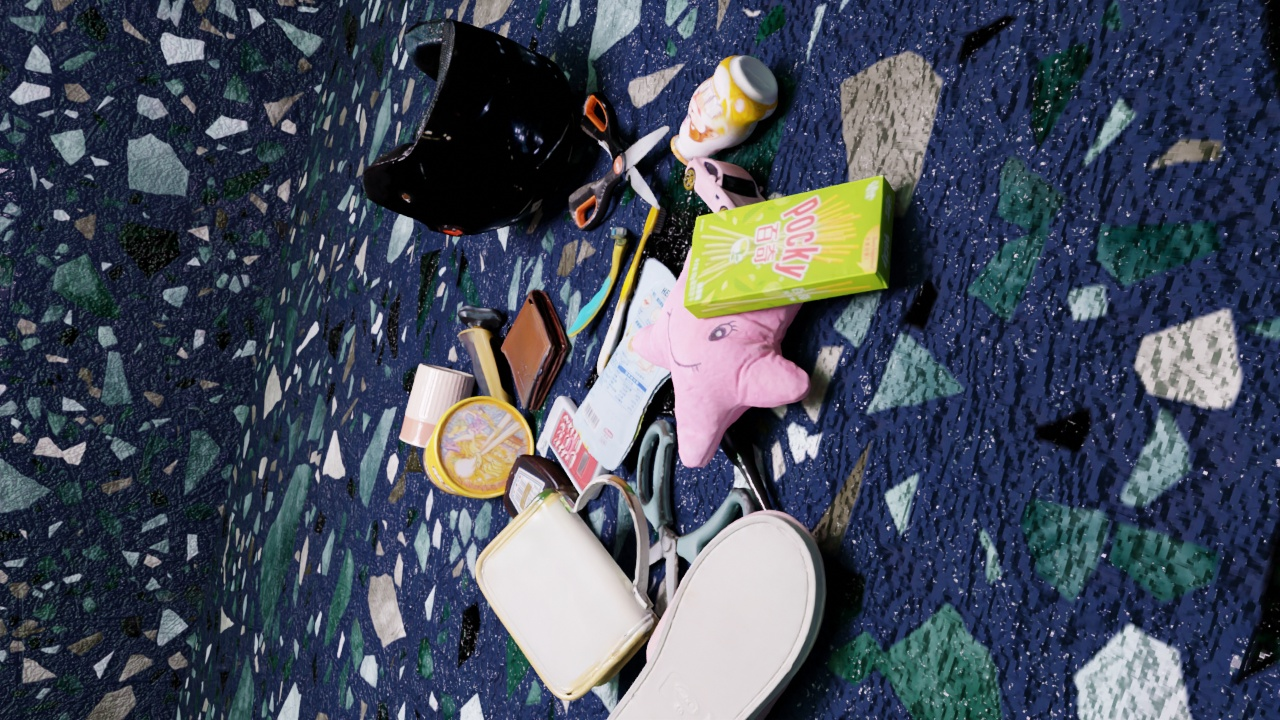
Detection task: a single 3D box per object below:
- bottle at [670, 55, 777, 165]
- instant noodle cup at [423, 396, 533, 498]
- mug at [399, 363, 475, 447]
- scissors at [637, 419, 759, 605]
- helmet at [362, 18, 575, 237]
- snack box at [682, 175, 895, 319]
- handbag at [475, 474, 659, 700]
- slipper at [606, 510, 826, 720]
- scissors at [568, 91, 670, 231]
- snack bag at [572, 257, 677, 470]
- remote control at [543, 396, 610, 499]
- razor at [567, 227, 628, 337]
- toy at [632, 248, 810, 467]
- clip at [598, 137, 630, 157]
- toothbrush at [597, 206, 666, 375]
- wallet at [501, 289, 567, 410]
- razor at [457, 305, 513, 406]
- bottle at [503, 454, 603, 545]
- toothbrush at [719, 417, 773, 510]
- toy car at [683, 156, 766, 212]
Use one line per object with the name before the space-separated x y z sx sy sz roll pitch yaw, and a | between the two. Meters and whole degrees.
bottle | 0.072 -0.218 0.817 0.109 0.063 0.063 -40 48 46
instant noodle cup | -0.203 0.111 1.101 0.115 0.118 0.118 -26 59 60
mug | -0.278 0.064 1.273 0.114 0.081 0.106 -148 72 -88
scissors | 0.043 0.121 0.796 0.170 0.019 0.171 -30 54 48
helmet | -0.196 -0.266 1.107 0.275 0.230 0.233 115 167 -69
snack box | 0.108 -0.082 0.684 0.157 0.026 0.085 -7 60 34
handbag | -0.047 0.193 0.836 0.179 0.063 0.163 -48 68 19
slipper | 0.053 0.231 0.688 0.114 0.054 0.275 38 108 31
scissors | -0.031 -0.214 0.986 0.222 0.021 0.227 -49 47 51
snack bag | -0.005 0.005 0.891 0.191 0.038 0.110 -61 30 22
remote control | -0.069 0.091 0.980 0.136 0.020 0.056 49 122 52
razor | -0.045 -0.080 0.988 0.043 0.028 0.133 -97 32 -69
toy | 0.070 -0.027 0.747 0.179 0.074 0.194 -42 47 25
clip | -0.030 -0.242 1.028 0.026 0.036 0.058 -67 32 29
toothbrush | -0.010 -0.070 0.946 0.016 0.018 0.191 45 120 56
wallet | -0.130 -0.014 1.101 0.101 0.032 0.124 -62 35 29
razor | -0.194 -0.003 1.186 0.068 0.062 0.167 -30 55 11
bottle | -0.088 0.167 0.963 0.195 0.044 0.080 36 111 55
toothbrush | 0.079 0.067 0.749 0.027 0.026 0.212 -62 35 34
toy car | 0.080 -0.143 0.789 0.122 0.056 0.037 61 137 46
